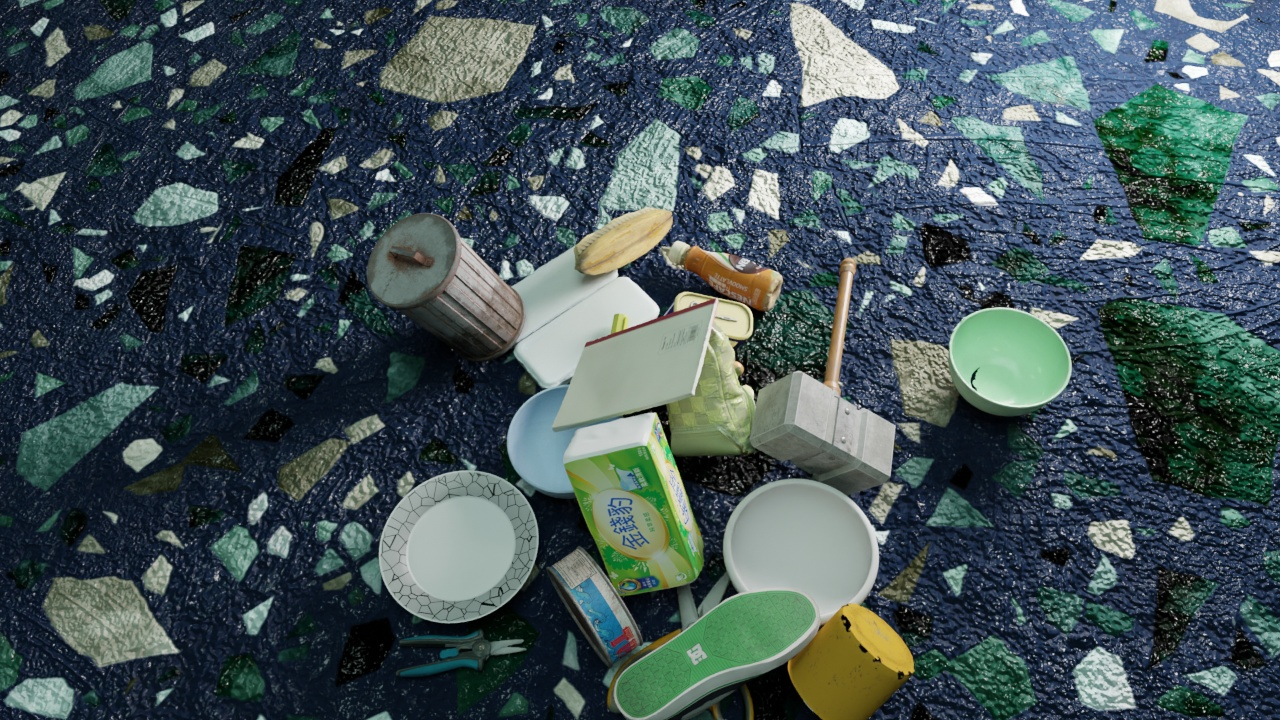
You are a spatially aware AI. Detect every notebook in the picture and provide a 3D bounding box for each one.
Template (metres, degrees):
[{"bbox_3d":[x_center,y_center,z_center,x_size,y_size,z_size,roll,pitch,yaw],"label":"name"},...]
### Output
[{"bbox_3d":[-0.007,0.006,1.103,0.209,0.012,0.152,-17,39,35],"label":"notebook"}]

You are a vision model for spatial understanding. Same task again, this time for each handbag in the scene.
[{"bbox_3d":[0.091,0.035,1.151,0.113,0.186,0.116,-5,11,37],"label":"handbag"}]

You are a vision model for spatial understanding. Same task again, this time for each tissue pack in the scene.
[{"bbox_3d":[0.001,0.152,1.072,0.120,0.198,0.141,-8,22,13],"label":"tissue pack"}]

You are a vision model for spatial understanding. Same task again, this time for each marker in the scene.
[{"bbox_3d":[-0.036,-0.004,1.247,0.021,0.017,0.123,-2,71,35],"label":"marker"}]

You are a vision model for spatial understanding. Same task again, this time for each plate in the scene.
[{"bbox_3d":[-0.215,0.221,1.096,0.188,0.016,0.188,-1,59,2],"label":"plate"}]

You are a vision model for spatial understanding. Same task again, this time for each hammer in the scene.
[{"bbox_3d":[0.248,-0.007,1.171,0.162,0.083,0.316,28,57,-20],"label":"hammer"}]

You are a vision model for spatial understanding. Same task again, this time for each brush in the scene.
[{"bbox_3d":[-0.026,-0.175,1.335,0.043,0.059,0.194,27,46,35],"label":"brush"}]

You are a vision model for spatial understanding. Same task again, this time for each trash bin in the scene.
[{"bbox_3d":[-0.252,-0.093,1.204,0.131,0.211,0.130,-8,66,18],"label":"trash bin"}]

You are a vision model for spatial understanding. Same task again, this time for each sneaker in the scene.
[{"bbox_3d":[0.087,0.324,0.989,0.235,0.079,0.084,-27,50,-5],"label":"sneaker"}]

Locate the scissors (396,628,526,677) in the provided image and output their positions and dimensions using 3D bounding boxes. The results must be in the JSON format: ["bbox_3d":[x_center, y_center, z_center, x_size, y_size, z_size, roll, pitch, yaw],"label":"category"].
[{"bbox_3d":[-0.212,0.340,1.057,0.126,0.019,0.143,34,59,28],"label":"scissors"}]

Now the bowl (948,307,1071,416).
[{"bbox_3d":[0.469,0.013,1.190,0.151,0.077,0.150,-1,57,2],"label":"bowl"}]

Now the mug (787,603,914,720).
[{"bbox_3d":[0.233,0.326,0.979,0.094,0.123,0.100,-54,40,18],"label":"mug"}]

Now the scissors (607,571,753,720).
[{"bbox_3d":[0.066,0.332,1.048,0.217,0.016,0.224,33,65,21],"label":"scissors"}]

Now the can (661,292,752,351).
[{"bbox_3d":[0.081,-0.041,1.216,0.116,0.092,0.056,11,64,-14],"label":"can"}]

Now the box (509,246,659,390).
[{"bbox_3d":[-0.103,-0.069,1.306,0.208,0.037,0.189,-33,65,-17],"label":"box"}]

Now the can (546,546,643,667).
[{"bbox_3d":[-0.052,0.274,1.024,0.044,0.130,0.130,-32,61,-16],"label":"can"}]

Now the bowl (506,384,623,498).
[{"bbox_3d":[-0.089,0.113,1.162,0.150,0.075,0.150,-2,58,2],"label":"bowl"}]

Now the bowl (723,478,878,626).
[{"bbox_3d":[0.185,0.231,1.075,0.176,0.066,0.176,-2,58,2],"label":"bowl"}]

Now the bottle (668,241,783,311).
[{"bbox_3d":[0.118,-0.126,1.310,0.167,0.059,0.059,25,62,18],"label":"bottle"}]
